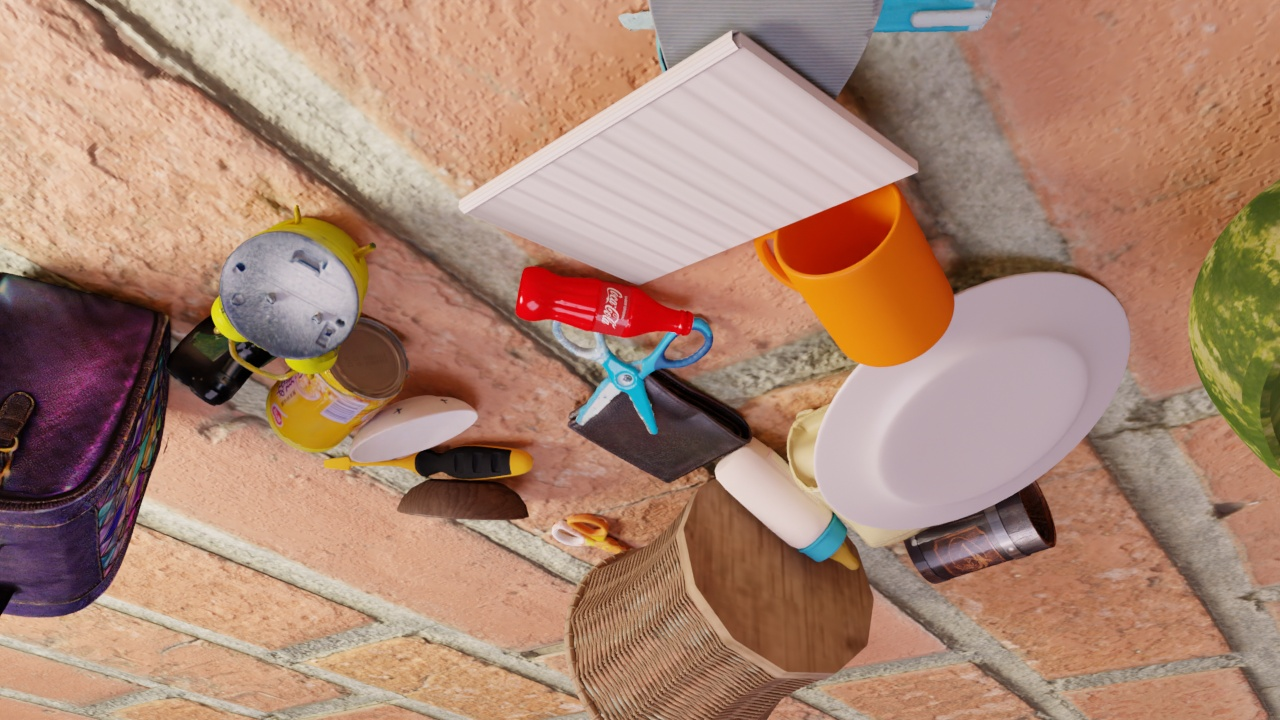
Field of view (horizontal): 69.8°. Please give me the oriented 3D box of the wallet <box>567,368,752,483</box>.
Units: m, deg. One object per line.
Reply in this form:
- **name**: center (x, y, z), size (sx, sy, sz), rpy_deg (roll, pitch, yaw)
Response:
- **wallet**: center (0.016, 0.053, 0.747), size (0.120, 0.031, 0.100), rpy_deg (31, 133, -30)

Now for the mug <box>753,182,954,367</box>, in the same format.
- **mug**: center (0.122, -0.055, 0.561), size (0.113, 0.077, 0.096), rpy_deg (10, 155, 42)

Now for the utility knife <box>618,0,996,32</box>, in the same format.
- **utility knife**: center (0.079, -0.170, 0.446), size (0.181, 0.015, 0.022), rpy_deg (1, 140, 5)

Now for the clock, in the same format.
- **clock**: center (-0.221, -0.037, 0.580), size (0.083, 0.057, 0.119), rpy_deg (30, 108, -16)

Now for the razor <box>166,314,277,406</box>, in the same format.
- **razor**: center (-0.261, -0.014, 0.642), size (0.152, 0.067, 0.054), rpy_deg (-22, 141, 18)

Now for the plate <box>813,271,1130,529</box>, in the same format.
- **plate**: center (0.239, 0.042, 0.651), size (0.242, 0.016, 0.243), rpy_deg (-10, 131, -11)

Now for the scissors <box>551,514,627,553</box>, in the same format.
- **scissors**: center (-0.037, 0.191, 0.950), size (0.064, 0.013, 0.128), rpy_deg (-24, 135, 33)

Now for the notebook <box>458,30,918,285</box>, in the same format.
- **notebook**: center (0.019, -0.095, 0.499), size (0.142, 0.009, 0.210), rpy_deg (19, 154, -40)

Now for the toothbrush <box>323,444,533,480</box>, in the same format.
- **toothbrush**: center (-0.189, 0.090, 0.810), size (0.197, 0.031, 0.031), rpy_deg (-2, 176, 12)

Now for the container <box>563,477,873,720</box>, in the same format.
- **container**: center (0.073, 0.230, 0.829), size (0.226, 0.226, 0.197), rpy_deg (18, 134, -21)

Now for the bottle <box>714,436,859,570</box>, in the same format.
- **bottle**: center (0.129, 0.126, 0.771), size (0.146, 0.051, 0.051), rpy_deg (42, 136, -3)

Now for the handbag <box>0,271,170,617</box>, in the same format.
- **handbag**: center (-0.423, 0.078, 0.642), size (0.125, 0.221, 0.205), rpy_deg (16, 143, -19)

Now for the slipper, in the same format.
- **slipper**: center (0.055, -0.146, 0.441), size (0.098, 0.054, 0.269), rpy_deg (3, 159, 4)

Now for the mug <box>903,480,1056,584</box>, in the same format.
- **mug**: center (0.286, 0.130, 0.804), size (0.107, 0.079, 0.116), rpy_deg (-28, 108, 33)

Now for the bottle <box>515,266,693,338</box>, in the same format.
- **bottle**: center (-0.023, -0.035, 0.618), size (0.119, 0.036, 0.036), rpy_deg (10, 143, -11)

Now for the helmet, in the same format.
- **helmet**: center (0.420, -0.008, 0.460), size (0.242, 0.247, 0.214), rpy_deg (-23, 142, -40)

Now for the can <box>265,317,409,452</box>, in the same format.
- **can**: center (-0.226, 0.020, 0.681), size (0.067, 0.067, 0.105), rpy_deg (28, 136, -31)

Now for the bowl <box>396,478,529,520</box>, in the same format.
- **bowl**: center (-0.158, 0.123, 0.825), size (0.118, 0.030, 0.118), rpy_deg (4, 174, 0)

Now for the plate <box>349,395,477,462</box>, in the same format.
- **plate**: center (-0.184, 0.050, 0.734), size (0.104, 0.026, 0.104), rpy_deg (-21, 167, -5)

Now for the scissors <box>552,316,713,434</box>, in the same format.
- **scissors**: center (-0.002, 0.003, 0.672), size (0.138, 0.011, 0.134), rpy_deg (-17, 123, 13)

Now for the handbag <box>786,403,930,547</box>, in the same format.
- **handbag**: center (0.195, 0.083, 0.737), size (0.111, 0.081, 0.119), rpy_deg (-29, 132, 26)
